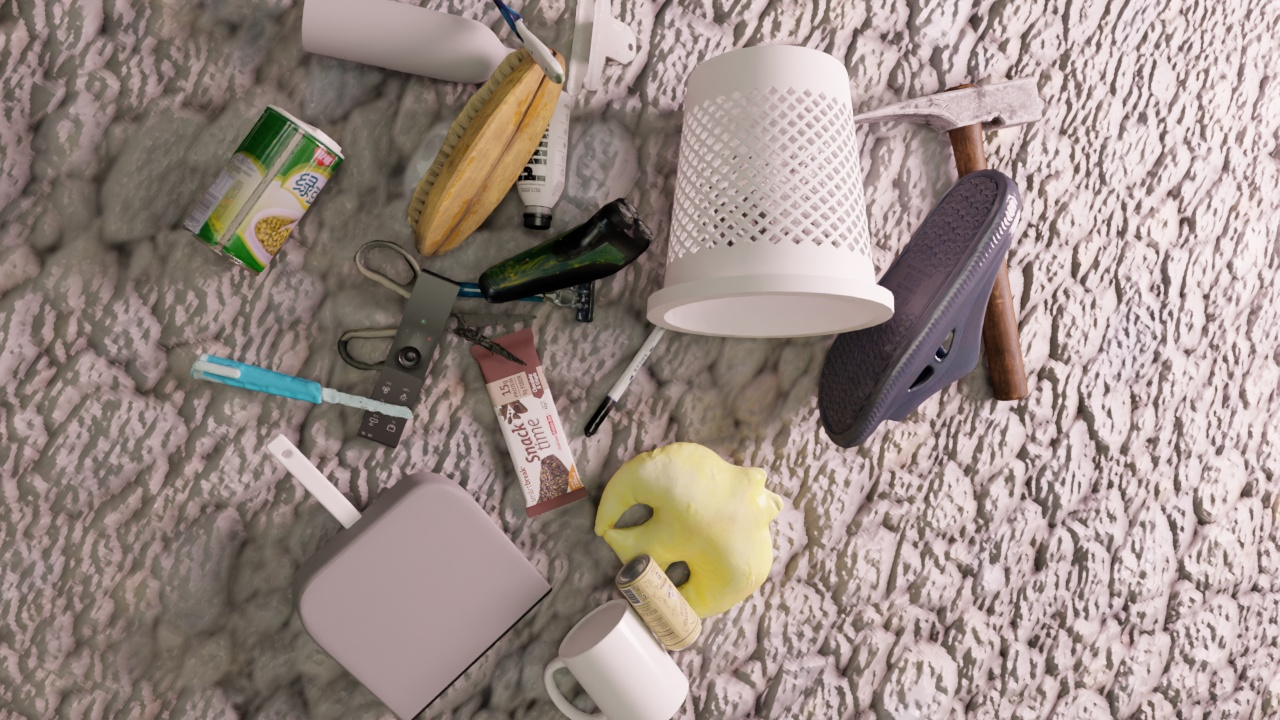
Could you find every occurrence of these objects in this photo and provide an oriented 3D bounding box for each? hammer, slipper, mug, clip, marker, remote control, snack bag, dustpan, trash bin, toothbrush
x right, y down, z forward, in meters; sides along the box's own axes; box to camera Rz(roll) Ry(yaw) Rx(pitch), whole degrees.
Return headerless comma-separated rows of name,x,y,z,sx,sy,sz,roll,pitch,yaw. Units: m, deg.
hammer,0.289,-0.100,0.858,0.217,0.037,0.300,-13,95,-11
slipper,0.253,-0.036,0.805,0.083,0.110,0.268,28,100,-22
mug,-0.029,0.273,0.792,0.111,0.073,0.090,-33,99,17
clip,-0.035,-0.277,0.789,0.058,0.052,0.102,8,91,16
marker,-0.005,0.005,0.812,0.011,0.011,0.152,36,84,-11
remote control,-0.191,0.000,0.755,0.034,0.013,0.150,22,100,-12
snack bag,-0.096,0.054,0.793,0.057,0.013,0.158,-18,96,-9
dustpan,-0.206,0.156,0.736,0.163,0.033,0.258,-41,119,-13
trash bin,0.104,-0.133,0.752,0.195,0.196,0.199,3,82,-12
toothbrush,-0.094,-0.266,0.719,0.017,0.189,0.016,-19,141,-15

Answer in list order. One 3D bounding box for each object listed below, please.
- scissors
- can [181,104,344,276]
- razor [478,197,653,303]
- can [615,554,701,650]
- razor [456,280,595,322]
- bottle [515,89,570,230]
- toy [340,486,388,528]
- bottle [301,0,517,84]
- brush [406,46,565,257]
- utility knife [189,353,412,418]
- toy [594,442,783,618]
scissors,-0.178,-0.038,0.763,0.157,0.012,0.166,-29,102,0
can,-0.293,-0.133,0.717,0.067,0.067,0.121,34,85,-11
razor,-0.063,-0.091,0.764,0.151,0.067,0.054,-23,65,-17
can,0.016,0.207,0.783,0.038,0.038,0.079,-38,105,-8
razor,-0.110,-0.058,0.783,0.144,0.022,0.042,3,90,-11
bottle,-0.083,-0.169,0.774,0.041,0.041,0.116,4,91,-12
toy,-0.220,0.163,0.763,0.049,0.030,0.112,-8,99,3
bottle,-0.169,-0.257,0.747,0.195,0.052,0.052,9,90,-12
brush,-0.127,-0.168,0.740,0.059,0.043,0.195,19,111,-52
utility knife,-0.273,0.026,0.744,0.179,0.015,0.022,15,88,-5
toy,0.050,0.147,0.802,0.155,0.064,0.170,-31,102,9
